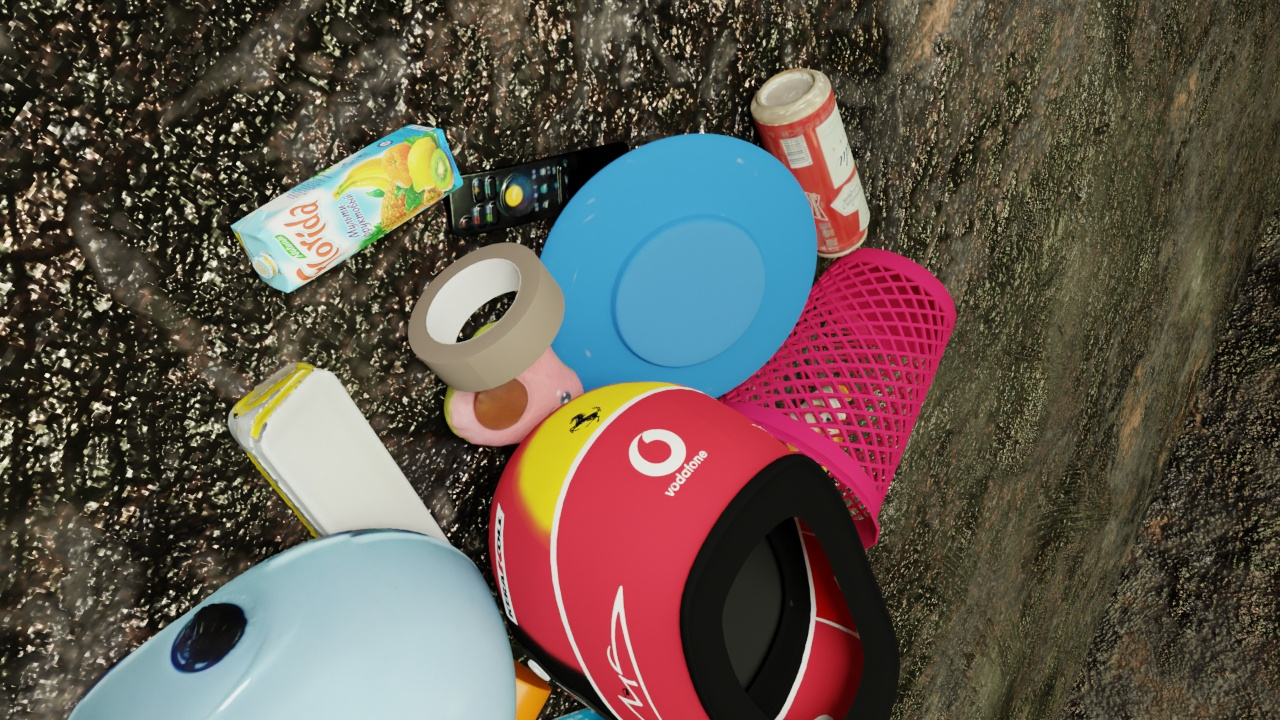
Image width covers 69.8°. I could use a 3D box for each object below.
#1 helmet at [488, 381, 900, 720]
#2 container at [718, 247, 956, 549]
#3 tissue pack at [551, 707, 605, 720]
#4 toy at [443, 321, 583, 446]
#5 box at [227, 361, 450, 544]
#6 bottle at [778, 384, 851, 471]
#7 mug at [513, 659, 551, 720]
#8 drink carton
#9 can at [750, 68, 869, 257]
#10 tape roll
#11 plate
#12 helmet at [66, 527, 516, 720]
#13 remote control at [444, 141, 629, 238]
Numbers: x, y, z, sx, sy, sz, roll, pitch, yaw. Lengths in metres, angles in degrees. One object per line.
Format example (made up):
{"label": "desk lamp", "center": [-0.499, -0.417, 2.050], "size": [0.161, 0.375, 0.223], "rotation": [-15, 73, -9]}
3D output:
{"label": "helmet", "center": [0.016, 0.140, 0.602], "size": [0.197, 0.225, 0.271], "rotation": [-46, 121, -30]}
{"label": "container", "center": [0.176, 0.023, 0.820], "size": [0.225, 0.183, 0.183], "rotation": [-54, 137, -23]}
{"label": "tissue pack", "center": [-0.054, 0.355, 0.786], "size": [0.144, 0.062, 0.093], "rotation": [6, 100, -50]}
{"label": "toy", "center": [-0.081, 0.020, 0.627], "size": [0.110, 0.051, 0.090], "rotation": [21, 97, -53]}
{"label": "box", "center": [-0.170, 0.093, 0.567], "size": [0.065, 0.045, 0.210], "rotation": [-46, 134, -28]}
{"label": "bottle", "center": [0.173, 0.072, 0.919], "size": [0.108, 0.063, 0.063], "rotation": [-59, 138, -12]}
{"label": "mug", "center": [-0.120, 0.266, 0.678], "size": [0.095, 0.078, 0.113], "rotation": [-60, 167, -12]}
{"label": "drink carton", "center": [-0.160, -0.086, 0.508], "size": [0.128, 0.039, 0.044], "rotation": [-41, 132, -29]}
{"label": "can", "center": [0.150, -0.167, 0.794], "size": [0.067, 0.067, 0.170], "rotation": [-52, 136, -20]}
{"label": "tape roll", "center": [-0.094, -0.027, 0.561], "size": [0.093, 0.094, 0.030], "rotation": [-54, 137, -18]}
{"label": "plate", "center": [0.034, -0.051, 0.670], "size": [0.224, 0.024, 0.225], "rotation": [-11, 123, -17]}
{"label": "helmet", "center": [-0.173, 0.229, 0.513], "size": [0.265, 0.167, 0.225], "rotation": [-45, 133, -14]}
{"label": "remote control", "center": [-0.065, -0.117, 0.615], "size": [0.151, 0.020, 0.041], "rotation": [-23, 122, -40]}
